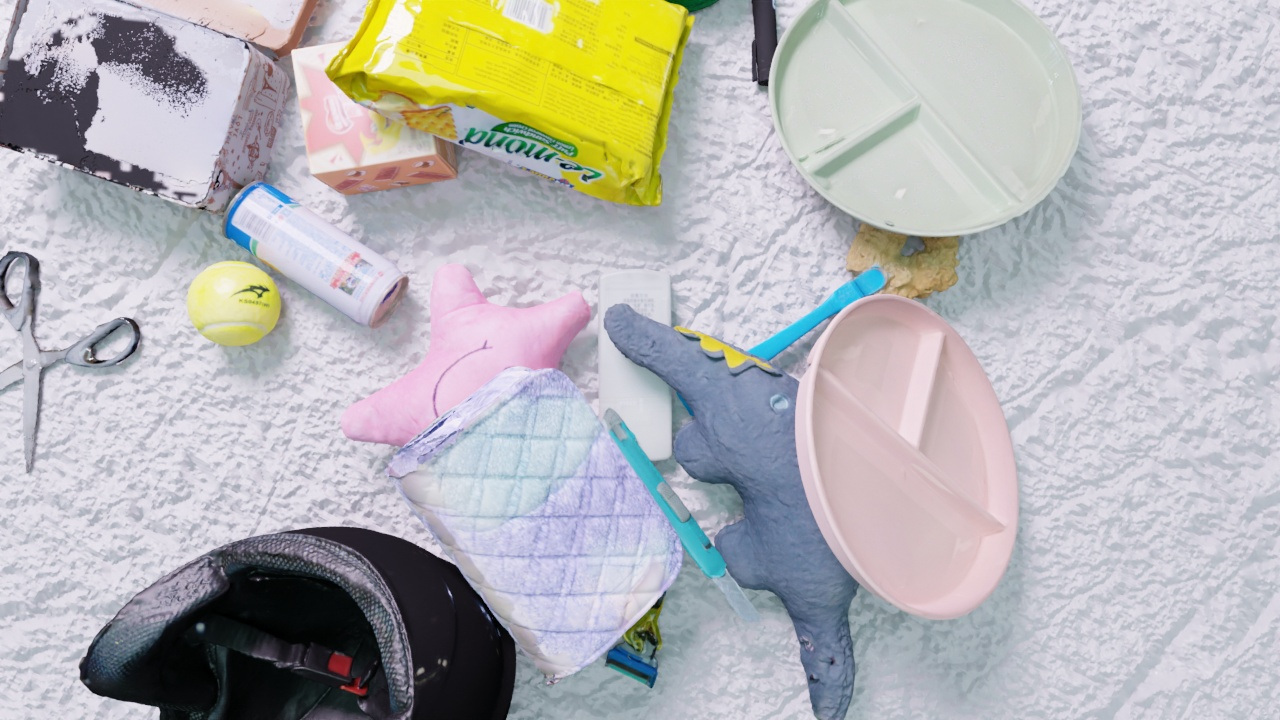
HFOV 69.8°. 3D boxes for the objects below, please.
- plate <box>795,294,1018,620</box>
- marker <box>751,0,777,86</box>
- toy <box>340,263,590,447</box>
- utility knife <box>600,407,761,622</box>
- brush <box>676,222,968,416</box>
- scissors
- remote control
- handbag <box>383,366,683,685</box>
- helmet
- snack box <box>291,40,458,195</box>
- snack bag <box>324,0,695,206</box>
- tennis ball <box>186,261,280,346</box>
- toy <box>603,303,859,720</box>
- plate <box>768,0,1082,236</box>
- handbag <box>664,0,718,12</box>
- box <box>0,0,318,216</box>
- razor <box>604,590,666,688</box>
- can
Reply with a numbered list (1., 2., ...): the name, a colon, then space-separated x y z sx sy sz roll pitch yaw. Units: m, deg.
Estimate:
1. plate: 0.191 0.066 0.650 0.229 0.028 0.229 13 68 -35
2. marker: 0.095 -0.282 0.719 0.022 0.020 0.132 -3 90 -6
3. toy: -0.106 0.024 0.690 0.178 0.074 0.194 35 89 -7
4. utility knife: 0.028 0.114 0.679 0.193 0.029 0.013 53 132 9
5. brush: 0.138 -0.037 0.706 0.255 0.046 0.083 -35 90 5
6. scissors: -0.482 -0.002 0.722 0.177 0.014 0.159 -28 89 1
7. remote control: -0.004 0.004 0.715 0.058 0.021 0.150 0 90 0
8. handbag: -0.068 0.109 0.636 0.134 0.076 0.194 -40 108 -24
9. helmet: -0.210 0.242 0.615 0.233 0.229 0.275 31 104 26
10. snack box: -0.197 -0.183 0.690 0.094 0.077 0.093 -9 89 0
11. snack bag: -0.079 -0.222 0.650 0.246 0.068 0.158 17 79 -21
12. tennis ball: -0.308 -0.043 0.696 0.065 0.065 0.065 0 89 0
13. toy: 0.102 0.098 0.676 0.138 0.091 0.356 -25 94 10
14. plate: 0.209 -0.193 0.686 0.230 0.027 0.230 0 73 0
15. handbag: 0.013 -0.335 0.701 0.131 0.068 0.120 7 82 1
16. box: -0.351 -0.255 0.690 0.178 0.088 0.262 18 91 0
17. razor: 0.012 0.178 0.708 0.043 0.022 0.143 18 98 16
18. can: -0.247 -0.080 0.701 0.134 0.053 0.053 33 90 0
